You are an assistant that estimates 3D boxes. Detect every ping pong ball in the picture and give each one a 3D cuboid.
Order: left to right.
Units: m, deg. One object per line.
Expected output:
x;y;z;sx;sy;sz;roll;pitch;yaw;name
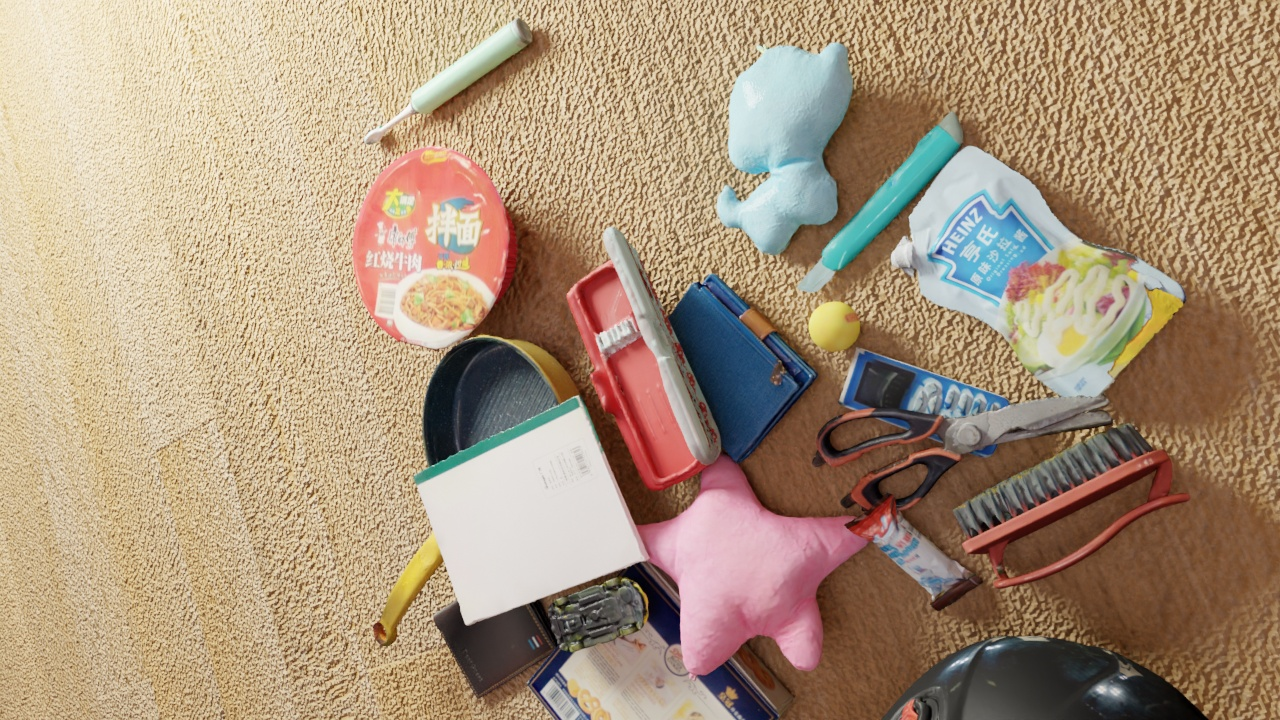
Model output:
0.155;-0.027;0.733;0.040;0.040;0.040;0;91;28;ping pong ball

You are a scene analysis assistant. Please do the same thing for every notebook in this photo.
-0.105;0.137;0.811;0.210;0.012;0.150;-26;82;29;notebook

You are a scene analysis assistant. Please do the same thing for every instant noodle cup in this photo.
-0.191;-0.107;0.902;0.194;0.065;0.194;0;90;27;instant noodle cup

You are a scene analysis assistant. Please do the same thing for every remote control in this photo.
0.218;0.032;0.709;0.125;0.024;0.049;22;101;25;remote control

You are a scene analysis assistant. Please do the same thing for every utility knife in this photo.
0.189;-0.120;0.728;0.180;0.013;0.029;-48;67;19;utility knife

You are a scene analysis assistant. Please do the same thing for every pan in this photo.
-0.172;0.140;0.885;0.198;0.078;0.358;41;119;28;pan

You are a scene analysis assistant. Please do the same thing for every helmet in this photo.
0.256;0.285;0.562;0.233;0.275;0.230;35;80;14;helmet

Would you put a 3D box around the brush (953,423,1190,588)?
0.302;0.104;0.645;0.146;0.063;0.069;-35;64;22;brush

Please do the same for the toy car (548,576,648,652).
-0.034;0.217;0.790;0.105;0.032;0.048;-28;76;32;toy car

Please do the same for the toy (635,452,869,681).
0.072;0.173;0.752;0.195;0.074;0.178;22;77;28;toy

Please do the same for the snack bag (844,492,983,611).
0.210;0.148;0.705;0.104;0.026;0.048;46;112;1;snack bag

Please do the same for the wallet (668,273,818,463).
0.072;0.005;0.779;0.133;0.040;0.107;47;117;22;wallet

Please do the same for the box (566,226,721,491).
0.007;0.000;0.763;0.201;0.073;0.155;67;156;12;box

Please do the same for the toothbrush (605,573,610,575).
-0.069;0.114;0.866;0.021;0.029;0.189;-22;78;-15;toothbrush

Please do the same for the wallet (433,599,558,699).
-0.144;0.269;0.910;0.123;0.020;0.096;-37;74;26;wallet

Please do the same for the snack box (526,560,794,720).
0.012;0.292;0.811;0.178;0.045;0.183;45;110;21;snack box

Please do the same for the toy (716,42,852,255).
0.115;-0.179;0.747;0.162;0.049;0.156;-32;83;32;toy

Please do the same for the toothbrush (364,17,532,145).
-0.200;-0.274;0.925;0.225;0.026;0.027;-25;40;26;toothbrush

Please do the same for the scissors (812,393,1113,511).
0.235;0.070;0.683;0.207;0.015;0.192;24;120;24;scissors

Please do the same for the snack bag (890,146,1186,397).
0.279;-0.063;0.669;0.191;0.038;0.110;43;119;22;snack bag
